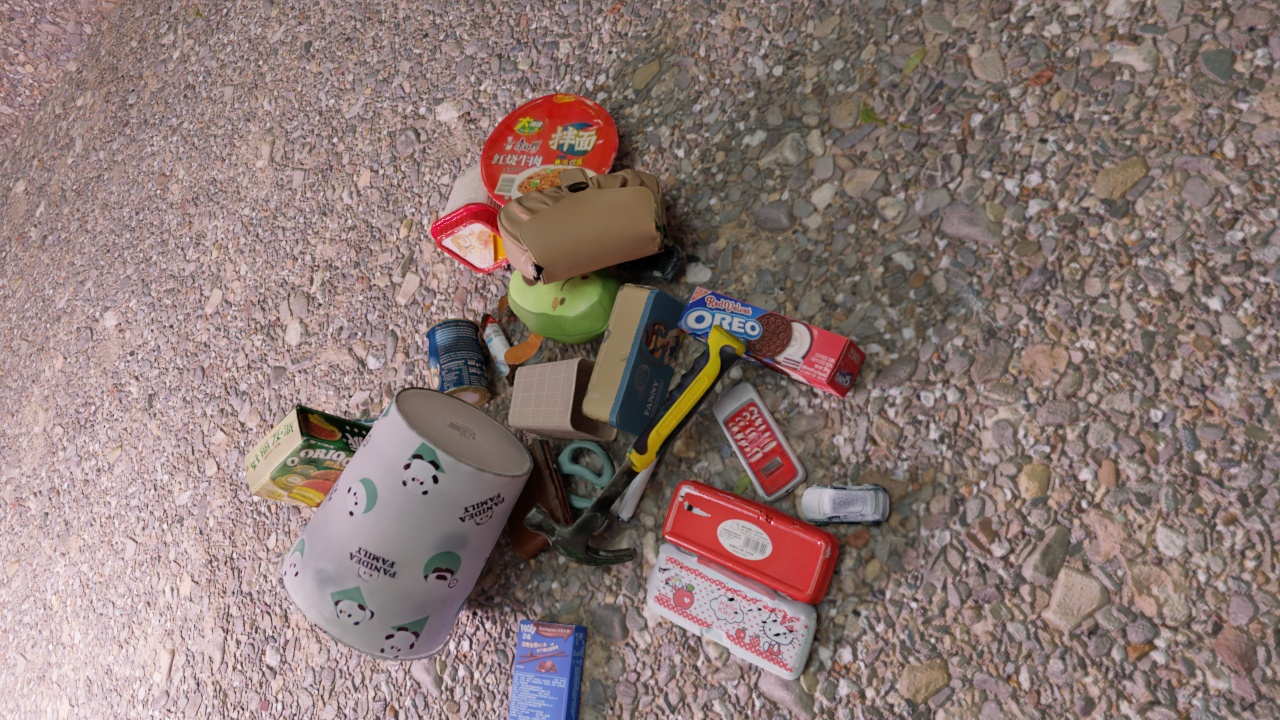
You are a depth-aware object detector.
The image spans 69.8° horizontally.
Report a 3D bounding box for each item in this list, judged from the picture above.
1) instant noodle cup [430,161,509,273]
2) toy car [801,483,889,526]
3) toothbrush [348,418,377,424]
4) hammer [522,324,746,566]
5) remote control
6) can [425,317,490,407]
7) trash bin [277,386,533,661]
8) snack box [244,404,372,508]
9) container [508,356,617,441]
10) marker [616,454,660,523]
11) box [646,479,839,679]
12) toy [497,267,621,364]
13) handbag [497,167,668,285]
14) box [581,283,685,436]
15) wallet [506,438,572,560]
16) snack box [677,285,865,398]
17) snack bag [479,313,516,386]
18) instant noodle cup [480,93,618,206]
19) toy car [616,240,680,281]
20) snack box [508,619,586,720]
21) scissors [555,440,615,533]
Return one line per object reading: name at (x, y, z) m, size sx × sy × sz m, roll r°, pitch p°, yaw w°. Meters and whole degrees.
instant noodle cup at (-0.217, -0.207, 1.287) m, size 0.117 × 0.116 × 0.124 m, roll -19°, pitch 53°, yaw 35°
toy car at (0.204, 0.145, 0.924) m, size 0.091 × 0.034 × 0.043 m, roll -6°, pitch 75°, yaw 35°
toothbrush at (-0.372, 0.088, 1.352) m, size 0.192 × 0.018 × 0.016 m, roll -6°, pitch 71°, yaw 33°
hammer at (0.008, 0.100, 1.019) m, size 0.126 × 0.031 × 0.324 m, roll 37°, pitch 105°, yaw -3°
remote control at (0.128, 0.087, 1.003) m, size 0.056 × 0.020 × 0.136 m, roll -40°, pitch 57°, yaw 19°
can at (-0.250, 0.008, 1.257) m, size 0.075 × 0.075 × 0.111 m, roll -28°, pitch 61°, yaw 24°
trash bin at (-0.267, 0.185, 1.100) m, size 0.229 × 0.229 × 0.252 m, roll 41°, pitch 104°, yaw 37°
snack box at (-0.377, 0.142, 1.198) m, size 0.115 × 0.240 × 0.063 m, roll -41°, pitch 53°, yaw 18°
container at (-0.095, 0.050, 1.129) m, size 0.111 × 0.090 × 0.089 m, roll -4°, pitch 73°, yaw 37°
marker at (0.007, 0.130, 1.074) m, size 0.018 × 0.022 × 0.131 m, roll 27°, pitch 93°, yaw 49°
box at (0.100, 0.224, 0.965) m, size 0.201 × 0.038 × 0.157 m, roll 17°, pitch 87°, yaw 38°
toy at (-0.103, -0.088, 1.174) m, size 0.247 × 0.090 × 0.227 m, roll 28°, pitch 83°, yaw 47°
handbag at (-0.066, -0.167, 1.098) m, size 0.204 × 0.100 × 0.147 m, roll -17°, pitch 38°, yaw -9°
box at (-0.006, 0.006, 1.082) m, size 0.060 × 0.089 × 0.184 m, roll 11°, pitch 83°, yaw 36°
wallet at (-0.132, 0.171, 1.132) m, size 0.101 × 0.032 × 0.124 m, roll -43°, pitch 55°, yaw 34°
snack box at (0.139, -0.023, 1.009) m, size 0.208 × 0.058 × 0.057 m, roll 24°, pitch 86°, yaw 38°
snack bag at (-0.192, -0.017, 1.254) m, size 0.105 × 0.026 × 0.045 m, roll 59°, pitch 143°, yaw 30°
instant noodle cup at (-0.116, -0.263, 1.238) m, size 0.194 × 0.066 × 0.193 m, roll -6°, pitch 64°, yaw 12°
toy car at (0.012, -0.125, 1.146) m, size 0.106 × 0.031 × 0.049 m, roll 13°, pitch 84°, yaw 48°
snack box at (-0.110, 0.385, 1.065) m, size 0.085 × 0.026 × 0.157 m, roll -5°, pitch 72°, yaw 33°
scissors at (-0.093, 0.135, 1.136) m, size 0.180 × 0.019 × 0.139 m, roll 26°, pitch 101°, yaw 44°
